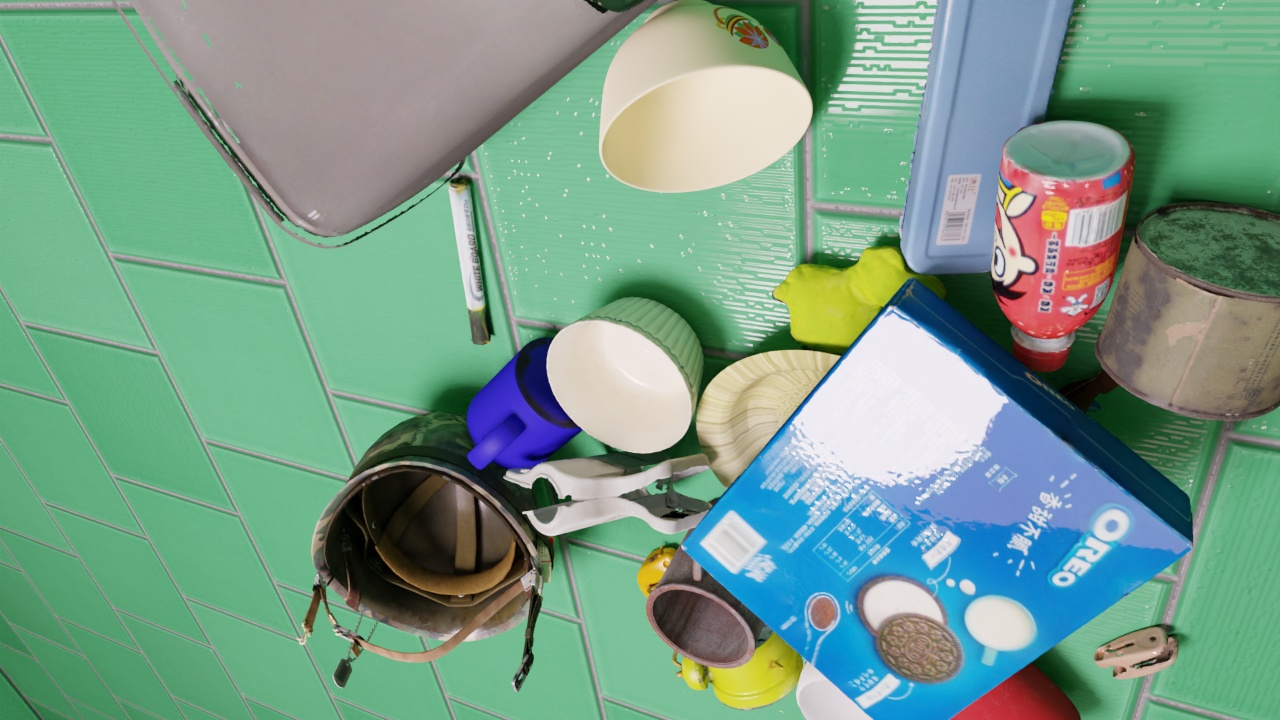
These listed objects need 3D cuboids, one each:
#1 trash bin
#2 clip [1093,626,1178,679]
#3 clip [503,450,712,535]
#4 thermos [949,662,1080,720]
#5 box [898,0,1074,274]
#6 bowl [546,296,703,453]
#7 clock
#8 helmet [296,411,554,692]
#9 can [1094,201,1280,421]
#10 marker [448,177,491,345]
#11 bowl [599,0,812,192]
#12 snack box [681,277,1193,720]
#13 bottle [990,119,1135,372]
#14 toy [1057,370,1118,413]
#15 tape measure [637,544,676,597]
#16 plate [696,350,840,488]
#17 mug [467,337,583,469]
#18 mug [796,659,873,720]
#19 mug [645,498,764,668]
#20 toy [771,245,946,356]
[{"bbox_3d":[-0.115,-0.208,0.496,0.221,0.196,0.197,-22,110,34],"label":"trash bin"},{"bbox_3d":[0.347,0.205,0.648,0.049,0.025,0.061,16,138,25],"label":"clip"},{"bbox_3d":[-0.013,0.105,0.699,0.151,0.125,0.089,10,101,42],"label":"clip"},{"bbox_3d":[0.223,0.212,0.675,0.240,0.073,0.073,42,135,-13],"label":"thermos"},{"bbox_3d":[0.180,-0.144,0.481,0.067,0.052,0.210,0,129,4],"label":"box"},{"bbox_3d":[-0.004,0.004,0.672,0.115,0.062,0.115,16,131,20],"label":"bowl"},{"bbox_3d":[0.084,0.257,0.803,0.119,0.083,0.057,-10,113,32],"label":"clock"},{"bbox_3d":[-0.172,0.167,0.779,0.193,0.235,0.224,-3,115,4],"label":"helmet"},{"bbox_3d":[0.285,-0.025,0.458,0.090,0.089,0.075,15,130,21],"label":"can"},{"bbox_3d":[-0.134,-0.074,0.721,0.017,0.017,0.147,15,131,20],"label":"marker"},{"bbox_3d":[0.029,-0.157,0.513,0.118,0.117,0.074,-28,65,42],"label":"bowl"},{"bbox_3d":[0.164,0.100,0.559,0.195,0.056,0.240,41,125,9],"label":"snack box"},{"bbox_3d":[0.217,-0.052,0.483,0.062,0.061,0.138,10,136,24],"label":"bottle"},{"bbox_3d":[0.275,0.057,0.569,0.090,0.070,0.103,33,113,-13],"label":"toy"},{"bbox_3d":[0.026,0.200,0.829,0.068,0.030,0.059,49,131,-10],"label":"tape measure"},{"bbox_3d":[0.133,0.056,0.646,0.184,0.036,0.185,16,135,17],"label":"plate"},{"bbox_3d":[-0.092,0.044,0.722,0.079,0.111,0.084,47,134,-3],"label":"mug"},{"bbox_3d":[0.183,0.276,0.767,0.094,0.067,0.116,12,129,23],"label":"mug"},{"bbox_3d":[0.064,0.162,0.725,0.096,0.110,0.123,7,127,20],"label":"mug"},{"bbox_3d":[0.136,-0.037,0.577,0.094,0.036,0.094,32,129,-4],"label":"toy"}]
